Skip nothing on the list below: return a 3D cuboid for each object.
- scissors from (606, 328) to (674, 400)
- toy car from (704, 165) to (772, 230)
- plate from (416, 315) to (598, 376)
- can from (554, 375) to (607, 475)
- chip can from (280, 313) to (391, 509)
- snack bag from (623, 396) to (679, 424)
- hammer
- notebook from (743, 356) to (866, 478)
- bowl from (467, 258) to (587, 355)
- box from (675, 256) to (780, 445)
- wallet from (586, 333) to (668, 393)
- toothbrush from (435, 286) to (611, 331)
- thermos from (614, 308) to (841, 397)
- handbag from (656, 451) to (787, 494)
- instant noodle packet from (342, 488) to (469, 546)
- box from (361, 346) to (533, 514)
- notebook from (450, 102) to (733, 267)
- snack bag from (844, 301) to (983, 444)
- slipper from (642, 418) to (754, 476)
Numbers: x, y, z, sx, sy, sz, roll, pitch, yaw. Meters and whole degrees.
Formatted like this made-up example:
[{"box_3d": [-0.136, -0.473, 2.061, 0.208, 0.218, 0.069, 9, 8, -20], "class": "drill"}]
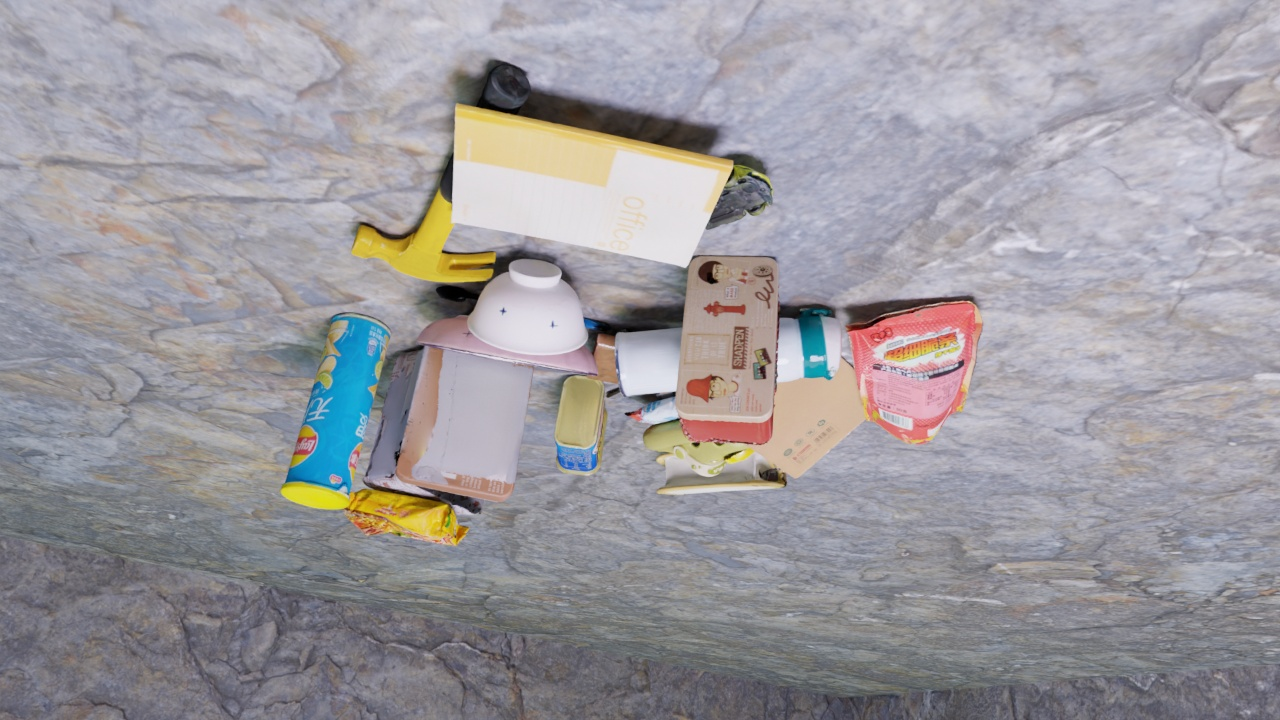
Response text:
[{"box_3d": [0.032, 0.016, 1.075, 0.189, 0.015, 0.225, -1, 154, 16], "class": "scissors"}, {"box_3d": [0.059, -0.133, 0.747, 0.105, 0.032, 0.048, -13, 147, 37], "class": "toy car"}, {"box_3d": [-0.137, -0.018, 0.969, 0.192, 0.039, 0.192, 10, 178, 0], "class": "plate"}, {"box_3d": [-0.073, 0.079, 1.130, 0.057, 0.102, 0.083, 6, 152, 2], "class": "can"}, {"box_3d": [-0.334, 0.054, 1.018, 0.071, 0.209, 0.071, 6, 154, 3], "class": "chip can"}, {"box_3d": [0.033, 0.060, 1.120, 0.104, 0.026, 0.048, -18, 169, 40], "class": "snack bag"}, {"box_3d": [-0.156, -0.144, 0.777, 0.128, 0.032, 0.302, 17, 152, -20], "class": "hammer"}, {"box_3d": [0.179, 0.052, 1.032, 0.148, 0.008, 0.207, -43, 135, 13], "class": "notebook"}, {"box_3d": [-0.104, -0.059, 0.884, 0.118, 0.118, 0.065, 9, 115, -5], "class": "bowl"}, {"box_3d": [0.081, -0.007, 0.844, 0.091, 0.168, 0.078, 2, 150, 10], "class": "box"}, {"box_3d": [-0.006, 0.006, 1.025, 0.101, 0.020, 0.115, 11, 156, -5], "class": "wallet"}, {"box_3d": [-0.123, -0.053, 0.974, 0.189, 0.014, 0.016, 12, 154, -12], "class": "toothbrush"}, {"box_3d": [0.089, -0.008, 0.924, 0.224, 0.073, 0.073, -5, 152, 8], "class": "thermos"}, {"box_3d": [0.124, 0.161, 1.312, 0.164, 0.063, 0.178, -6, 166, 25], "class": "handbag"}, {"box_3d": [-0.268, 0.183, 1.057, 0.128, 0.044, 0.111, 8, 160, 2], "class": "instant noodle packet"}, {"box_3d": [-0.209, 0.075, 1.069, 0.167, 0.181, 0.150, -6, 152, 32], "class": "box"}, {"box_3d": [-0.045, -0.132, 0.725, 0.206, 0.010, 0.146, 10, 153, -8], "class": "notebook"}, {"box_3d": [0.285, 0.010, 0.957, 0.129, 0.073, 0.208, -6, 146, 14], "class": "snack bag"}, {"box_3d": [0.087, 0.096, 1.125, 0.191, 0.091, 0.081, -12, 108, 46], "class": "slipper"}]
